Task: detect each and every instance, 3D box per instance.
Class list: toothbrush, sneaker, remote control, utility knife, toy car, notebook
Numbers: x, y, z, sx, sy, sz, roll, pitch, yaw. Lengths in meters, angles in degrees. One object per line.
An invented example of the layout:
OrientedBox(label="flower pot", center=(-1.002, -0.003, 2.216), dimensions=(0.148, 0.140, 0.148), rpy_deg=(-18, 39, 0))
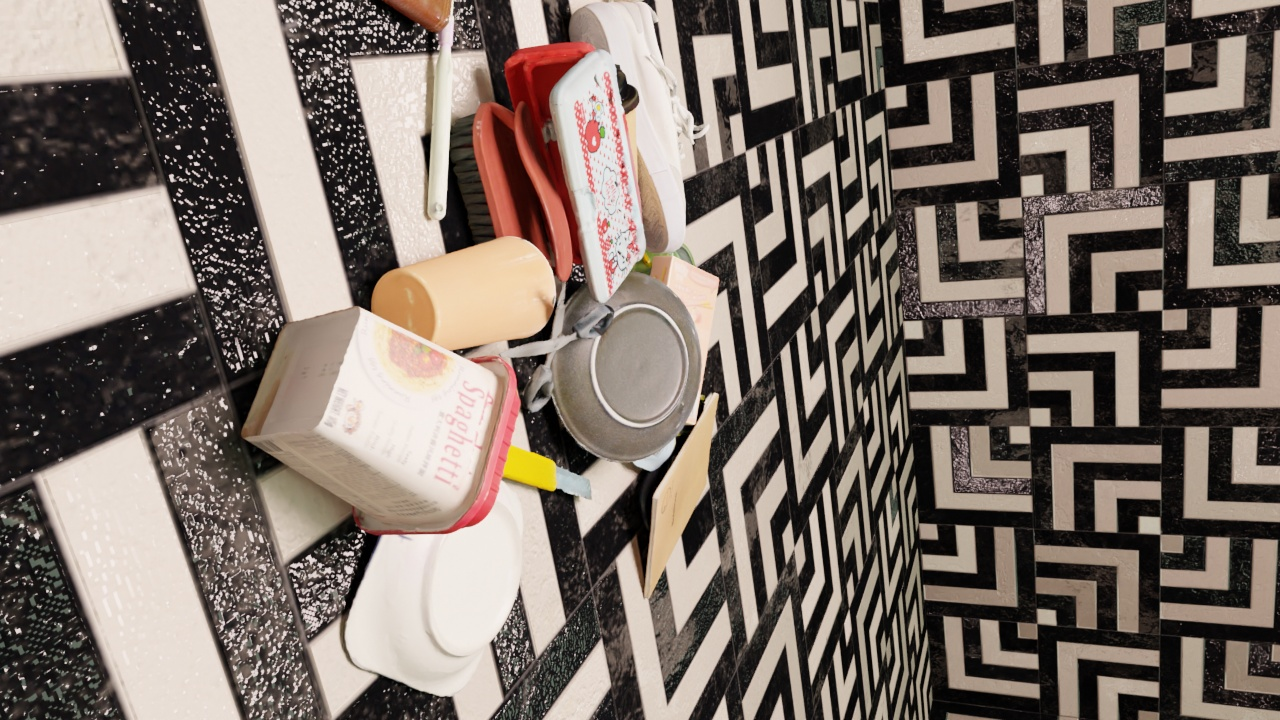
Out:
OrientedBox(label="toothbrush", center=(-0.146, -0.196, 0.674), dimensions=(0.029, 0.020, 0.189), rpy_deg=(4, 85, -35))
OrientedBox(label="sneaker", center=(0.009, -0.227, 0.892), dimensions=(0.090, 0.090, 0.242), rpy_deg=(-23, 102, -32))
OrientedBox(label="remote control", center=(0.021, 0.133, 1.012), dimensions=(0.136, 0.024, 0.053), rpy_deg=(-55, 138, -53))
OrientedBox(label="utility knife", center=(-0.095, 0.093, 0.770), dimensions=(0.223, 0.015, 0.033), rpy_deg=(34, 64, -59))
OrientedBox(label="toy car", center=(0.046, 0.061, 1.057), dimensions=(0.105, 0.032, 0.048), rpy_deg=(6, 92, -65))
OrientedBox(label="notebook", center=(0.048, 0.148, 1.039), dimensions=(0.207, 0.008, 0.148), rpy_deg=(-53, 153, -53))

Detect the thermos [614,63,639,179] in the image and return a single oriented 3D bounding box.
OrientedBox(label="thermos", center=(-0.040, -0.185, 0.829), dimensions=(0.092, 0.093, 0.143), rpy_deg=(-62, 149, -47))

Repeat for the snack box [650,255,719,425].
OrientedBox(label="snack box", center=(0.034, -0.019, 0.920), dimensions=(0.084, 0.026, 0.157), rpy_deg=(18, 79, -49))

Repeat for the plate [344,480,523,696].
OrientedBox(label="plate", center=(-0.129, 0.152, 0.656), dimensions=(0.163, 0.034, 0.164), rpy_deg=(51, 49, -53))

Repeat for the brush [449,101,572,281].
OrientedBox(label="brush", center=(-0.097, -0.127, 0.713), dimensions=(0.063, 0.069, 0.146), rpy_deg=(-51, 134, -56))

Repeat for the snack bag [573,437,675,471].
OrientedBox(label="snack bag", center=(-0.017, 0.047, 0.917), dimensions=(0.191, 0.039, 0.110), rpy_deg=(29, 69, -59))

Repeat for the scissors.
OrientedBox(label="scissors", center=(-0.069, -0.011, 0.726), dimensions=(0.180, 0.014, 0.160), rpy_deg=(-30, 155, -57))

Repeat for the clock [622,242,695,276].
OrientedBox(label="clock", center=(0.023, -0.060, 0.988), dimensions=(0.115, 0.056, 0.161), rpy_deg=(-46, 130, -56))

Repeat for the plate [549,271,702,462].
OrientedBox(label="plate", center=(-0.005, 0.005, 0.846), dimensions=(0.179, 0.024, 0.179), rpy_deg=(1, 89, -39))

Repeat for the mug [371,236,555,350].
OrientedBox(label="mug", center=(-0.126, -0.043, 0.648), dimensions=(0.122, 0.078, 0.078), rpy_deg=(-23, 109, -58))

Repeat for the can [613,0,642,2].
OrientedBox(label="can", center=(-0.033, -0.416, 0.883), dimensions=(0.146, 0.058, 0.058), rpy_deg=(48, 46, -55))

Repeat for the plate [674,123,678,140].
OrientedBox(label="plate", center=(0.005, -0.240, 0.987), dimensions=(0.163, 0.034, 0.164), rpy_deg=(30, 61, -61))

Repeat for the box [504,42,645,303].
OrientedBox(label="box", center=(-0.051, -0.144, 0.742), dimensions=(0.100, 0.095, 0.202), rpy_deg=(-83, 167, -46))

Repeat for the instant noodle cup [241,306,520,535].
OrientedBox(label="instant noodle cup", center=(-0.153, 0.034, 0.545), dimensions=(0.124, 0.117, 0.116), rpy_deg=(39, 54, -45))

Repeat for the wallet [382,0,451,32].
OrientedBox(label="wallet", center=(-0.167, -0.299, 0.621), dimensions=(0.101, 0.032, 0.124), rpy_deg=(23, 68, -60))
